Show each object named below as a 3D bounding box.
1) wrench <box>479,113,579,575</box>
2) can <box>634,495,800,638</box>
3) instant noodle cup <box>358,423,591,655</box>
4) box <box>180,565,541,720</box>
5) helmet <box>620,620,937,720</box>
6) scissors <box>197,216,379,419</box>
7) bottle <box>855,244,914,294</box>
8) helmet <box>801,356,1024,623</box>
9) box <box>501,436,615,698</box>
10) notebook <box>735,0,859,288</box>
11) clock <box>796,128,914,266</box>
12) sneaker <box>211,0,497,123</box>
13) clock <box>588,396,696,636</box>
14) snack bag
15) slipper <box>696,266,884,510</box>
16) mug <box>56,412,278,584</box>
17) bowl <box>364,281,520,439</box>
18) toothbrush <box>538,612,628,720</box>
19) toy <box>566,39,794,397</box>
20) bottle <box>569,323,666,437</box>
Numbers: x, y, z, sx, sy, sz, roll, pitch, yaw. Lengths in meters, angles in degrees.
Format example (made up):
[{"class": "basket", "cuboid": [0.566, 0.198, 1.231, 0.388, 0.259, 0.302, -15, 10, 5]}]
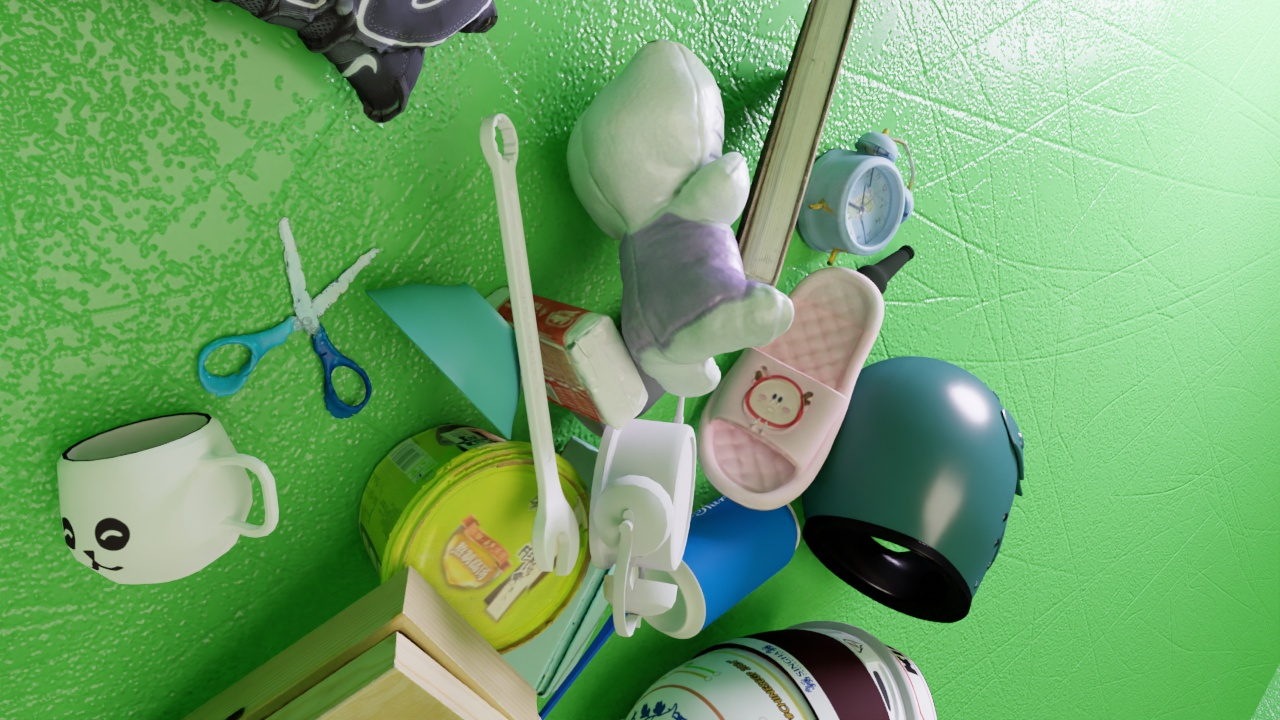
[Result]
[{"class": "wrench", "cuboid": [-0.064, -0.003, 0.533, 0.047, 0.009, 0.273, -31, 116, -67]}, {"class": "can", "cuboid": [0.061, 0.160, 0.749, 0.145, 0.079, 0.079, -23, 118, -43]}, {"class": "instant noodle cup", "cuboid": [-0.112, 0.112, 0.602, 0.146, 0.098, 0.146, -12, 112, -33]}, {"class": "box", "cuboid": [-0.192, 0.244, 0.520, 0.249, 0.091, 0.128, -33, 111, 7]}, {"class": "helmet", "cuboid": [0.084, 0.356, 0.747, 0.235, 0.231, 0.314, 23, 95, -37]}, {"class": "scissors", "cuboid": [-0.197, -0.016, 0.552, 0.127, 0.014, 0.127, -52, 125, -16]}, {"class": "bottle", "cuboid": [0.203, -0.068, 0.824, 0.122, 0.033, 0.033, -36, 124, -23]}, {"class": "helmet", "cuboid": [0.256, 0.106, 0.832, 0.275, 0.177, 0.199, 49, 58, -46]}, {"class": "box", "cuboid": [-0.055, 0.158, 0.707, 0.187, 0.078, 0.112, -63, 159, -1]}, {"class": "notebook", "cuboid": [0.099, -0.132, 0.665, 0.034, 0.190, 0.215, 17, 83, 2]}, {"class": "clock", "cuboid": [0.188, -0.139, 0.776, 0.124, 0.052, 0.089, -39, 123, -20]}, {"class": "sneaker", "cuboid": [-0.171, -0.189, 0.461, 0.251, 0.097, 0.151, -28, 123, -33]}, {"class": "clock", "cuboid": [-0.003, 0.101, 0.596, 0.158, 0.061, 0.120, -72, 164, -47]}, {"class": "snack bag", "cuboid": [-0.052, -0.003, 0.598, 0.036, 0.116, 0.077, -43, 127, -24]}, {"class": "slipper", "cuboid": [0.122, 0.015, 0.745, 0.221, 0.107, 0.056, -58, 159, -14]}, {"class": "mug", "cuboid": [-0.239, 0.074, 0.480, 0.090, 0.124, 0.076, -42, 126, -64]}, {"class": "bowl", "cuboid": [-0.104, -0.012, 0.547, 0.046, 0.121, 0.121, -44, 127, -9]}, {"class": "toothbrush", "cuboid": [-0.026, 0.213, 0.729, 0.186, 0.017, 0.011, -44, 120, -36]}, {"class": "toy", "cuboid": [0.011, -0.086, 0.564, 0.085, 0.138, 0.209, -6, 70, -27]}, {"class": "bottle", "cuboid": [-0.004, 0.004, 0.673, 0.108, 0.060, 0.060, -45, 127, -17]}]
